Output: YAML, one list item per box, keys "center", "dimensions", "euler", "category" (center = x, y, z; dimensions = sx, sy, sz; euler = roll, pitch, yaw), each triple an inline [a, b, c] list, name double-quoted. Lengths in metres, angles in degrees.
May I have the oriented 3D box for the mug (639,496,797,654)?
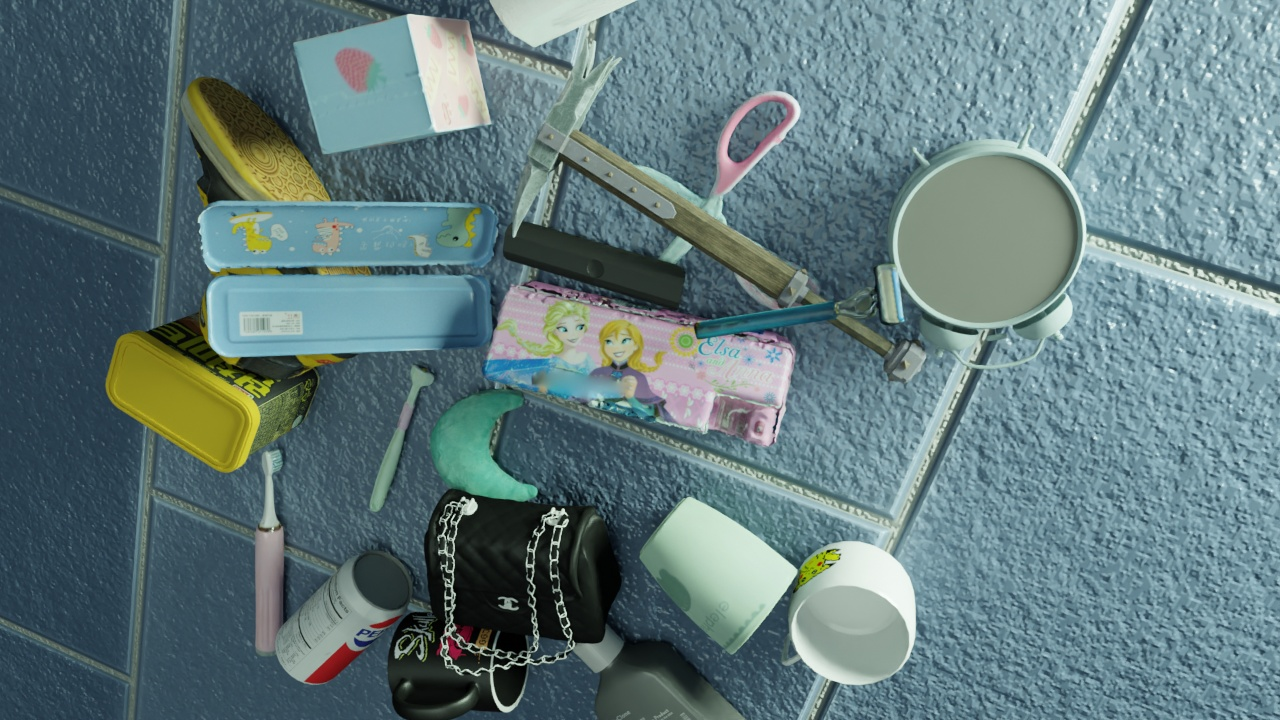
- center: [0.053, 0.172, 0.731]
  dimensions: [0.104, 0.083, 0.112]
  euler: [38, 143, 12]
  category: "mug"

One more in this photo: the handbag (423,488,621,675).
- center: [-0.105, 0.176, 0.742]
  dimensions: [0.154, 0.114, 0.125]
  euler: [6, 126, 17]
  category: "handbag"

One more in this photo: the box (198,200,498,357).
- center: [-0.212, -0.063, 0.685]
  dimensions: [0.209, 0.043, 0.125]
  euler: [-3, 111, -22]
  category: "box"

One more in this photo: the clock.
- center: [0.230, -0.070, 0.611]
  dimensions: [0.123, 0.045, 0.159]
  euler: [-8, 104, 19]
  category: "clock"

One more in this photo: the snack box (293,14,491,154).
- center: [-0.174, -0.197, 0.655]
  dimensions: [0.093, 0.094, 0.079]
  euler: [-6, 106, 18]
  category: "snack box"

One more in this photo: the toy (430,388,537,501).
- center: [-0.133, 0.075, 0.772]
  dimensions: [0.085, 0.033, 0.105]
  euler: [-6, 109, 3]
  category: "toy"

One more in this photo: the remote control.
- center: [-0.035, -0.072, 0.696]
  dimensions: [0.147, 0.015, 0.033]
  euler: [18, 114, 14]
  category: "remote control"

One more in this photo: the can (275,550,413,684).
- center: [-0.273, 0.237, 0.843]
  dimensions: [0.070, 0.070, 0.132]
  euler: [46, 114, -3]
  category: "can"

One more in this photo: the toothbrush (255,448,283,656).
- center: [-0.352, 0.184, 0.872]
  dimensions: [0.027, 0.026, 0.223]
  euler: [22, 114, 29]
  category: "toothbrush"

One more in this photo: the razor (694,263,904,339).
- center: [0.105, -0.031, 0.625]
  dimensions: [0.144, 0.022, 0.042]
  euler: [-10, 70, 25]
  category: "razor"

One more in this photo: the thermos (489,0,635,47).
- center: [0.007, -0.276, 0.580]
  dimensions: [0.221, 0.099, 0.099]
  euler: [-19, 102, 25]
  category: "thermos"

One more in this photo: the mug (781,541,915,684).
- center: [0.155, 0.198, 0.710]
  dimensions: [0.116, 0.068, 0.094]
  euler: [-40, 94, 23]
  category: "mug"

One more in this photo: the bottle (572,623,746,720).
- center: [0.012, 0.296, 0.796]
  dimensions: [0.174, 0.046, 0.084]
  euler: [46, 114, -3]
  category: "bottle"

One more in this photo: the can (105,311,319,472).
- center: [-0.357, 0.020, 0.777]
  dimensions: [0.131, 0.100, 0.073]
  euler: [31, 113, 4]
  category: "can"

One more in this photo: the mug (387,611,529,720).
- center: [-0.165, 0.272, 0.798]
  dimensions: [0.098, 0.117, 0.082]
  euler: [-3, 106, 17]
  category: "mug"

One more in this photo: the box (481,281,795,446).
- center: [-0.005, 0.005, 0.688]
  dimensions: [0.230, 0.070, 0.085]
  euler: [13, 111, 12]
  category: "box"

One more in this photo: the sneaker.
- center: [-0.311, -0.093, 0.732]
  dimensions: [0.122, 0.085, 0.238]
  euler: [-25, 104, 18]
  category: "sneaker"

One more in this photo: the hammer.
- center: [0.060, -0.076, 0.648]
  dimensions: [0.317, 0.028, 0.147]
  euler: [33, 109, 3]
  category: "hammer"

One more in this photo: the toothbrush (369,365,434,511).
- center: [-0.212, 0.071, 0.800]
  dimensions: [0.022, 0.015, 0.155]
  euler: [28, 114, 7]
  category: "toothbrush"

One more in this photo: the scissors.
- center: [0.070, -0.104, 0.662]
  dimensions: [0.177, 0.013, 0.171]
  euler: [44, 113, -1]
  category: "scissors"
